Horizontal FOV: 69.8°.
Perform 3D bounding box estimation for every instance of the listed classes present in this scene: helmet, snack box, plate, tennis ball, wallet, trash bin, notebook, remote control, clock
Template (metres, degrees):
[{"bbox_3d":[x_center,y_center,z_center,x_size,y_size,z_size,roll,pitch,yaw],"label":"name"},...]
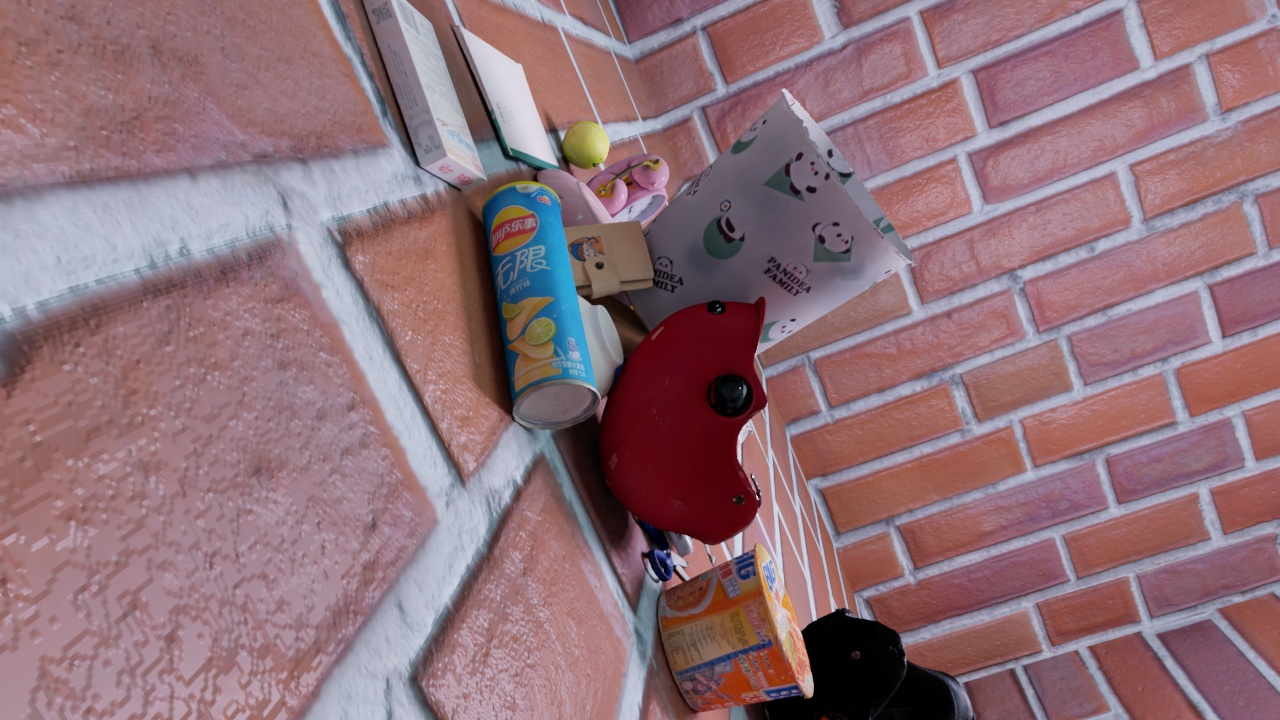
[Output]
[{"bbox_3d":[0.036,0.049,0.868,0.207,0.144,0.240,145,-47,-84],"label":"helmet"},{"bbox_3d":[-0.178,-0.224,0.763,0.084,0.027,0.156,14,56,-77],"label":"snack box"},{"bbox_3d":[-0.053,-0.152,1.093,0.192,0.039,0.192,55,10,-15],"label":"plate"},{"bbox_3d":[-0.076,-0.298,1.272,0.065,0.065,0.065,-21,90,-78],"label":"tennis ball"},{"bbox_3d":[0.268,0.442,1.113,0.233,0.231,0.274,40,26,-37],"label":"helmet"},{"bbox_3d":[-0.030,-0.043,0.974,0.101,0.020,0.115,34,19,5],"label":"wallet"},{"bbox_3d":[0.125,-0.123,0.999,0.229,0.252,0.229,44,24,-25],"label":"trash bin"},{"bbox_3d":[-0.147,-0.295,1.067,0.209,0.012,0.150,-31,99,-79],"label":"notebook"},{"bbox_3d":[-0.047,-0.103,0.940,0.024,0.115,0.087,112,-32,-61],"label":"wallet"},{"bbox_3d":[0.039,0.176,1.014,0.136,0.020,0.056,-71,136,-87],"label":"remote control"},{"bbox_3d":[-0.019,-0.222,1.211,0.060,0.117,0.159,60,-11,11],"label":"clock"}]

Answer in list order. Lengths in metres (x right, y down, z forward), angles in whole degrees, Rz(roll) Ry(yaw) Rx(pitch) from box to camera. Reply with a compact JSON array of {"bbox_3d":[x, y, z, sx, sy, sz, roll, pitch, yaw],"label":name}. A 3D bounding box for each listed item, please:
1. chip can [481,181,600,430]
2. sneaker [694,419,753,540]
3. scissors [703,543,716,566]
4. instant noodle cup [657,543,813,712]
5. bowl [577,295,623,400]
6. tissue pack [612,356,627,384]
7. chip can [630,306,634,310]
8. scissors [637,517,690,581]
[{"bbox_3d":[-0.085,-0.049,0.763,0.071,0.071,0.210,51,21,-55],"label":"chip can"},{"bbox_3d":[0.080,0.084,1.039,0.118,0.088,0.240,62,22,-52],"label":"sneaker"},{"bbox_3d":[0.057,0.159,1.133,0.224,0.015,0.189,44,23,-79],"label":"scissors"},{"bbox_3d":[0.090,0.268,0.897,0.151,0.111,0.151,-21,90,-78],"label":"instant noodle cup"},{"bbox_3d":[-0.057,-0.013,0.843,0.116,0.066,0.116,-21,90,-78],"label":"bowl"},{"bbox_3d":[-0.006,0.006,1.076,0.157,0.052,0.095,18,50,-75],"label":"tissue pack"},{"bbox_3d":[0.017,-0.069,1.274,0.072,0.072,0.213,34,37,-70],"label":"chip can"},{"bbox_3d":[0.029,0.202,0.988,0.170,0.012,0.144,-16,84,-81],"label":"scissors"}]
